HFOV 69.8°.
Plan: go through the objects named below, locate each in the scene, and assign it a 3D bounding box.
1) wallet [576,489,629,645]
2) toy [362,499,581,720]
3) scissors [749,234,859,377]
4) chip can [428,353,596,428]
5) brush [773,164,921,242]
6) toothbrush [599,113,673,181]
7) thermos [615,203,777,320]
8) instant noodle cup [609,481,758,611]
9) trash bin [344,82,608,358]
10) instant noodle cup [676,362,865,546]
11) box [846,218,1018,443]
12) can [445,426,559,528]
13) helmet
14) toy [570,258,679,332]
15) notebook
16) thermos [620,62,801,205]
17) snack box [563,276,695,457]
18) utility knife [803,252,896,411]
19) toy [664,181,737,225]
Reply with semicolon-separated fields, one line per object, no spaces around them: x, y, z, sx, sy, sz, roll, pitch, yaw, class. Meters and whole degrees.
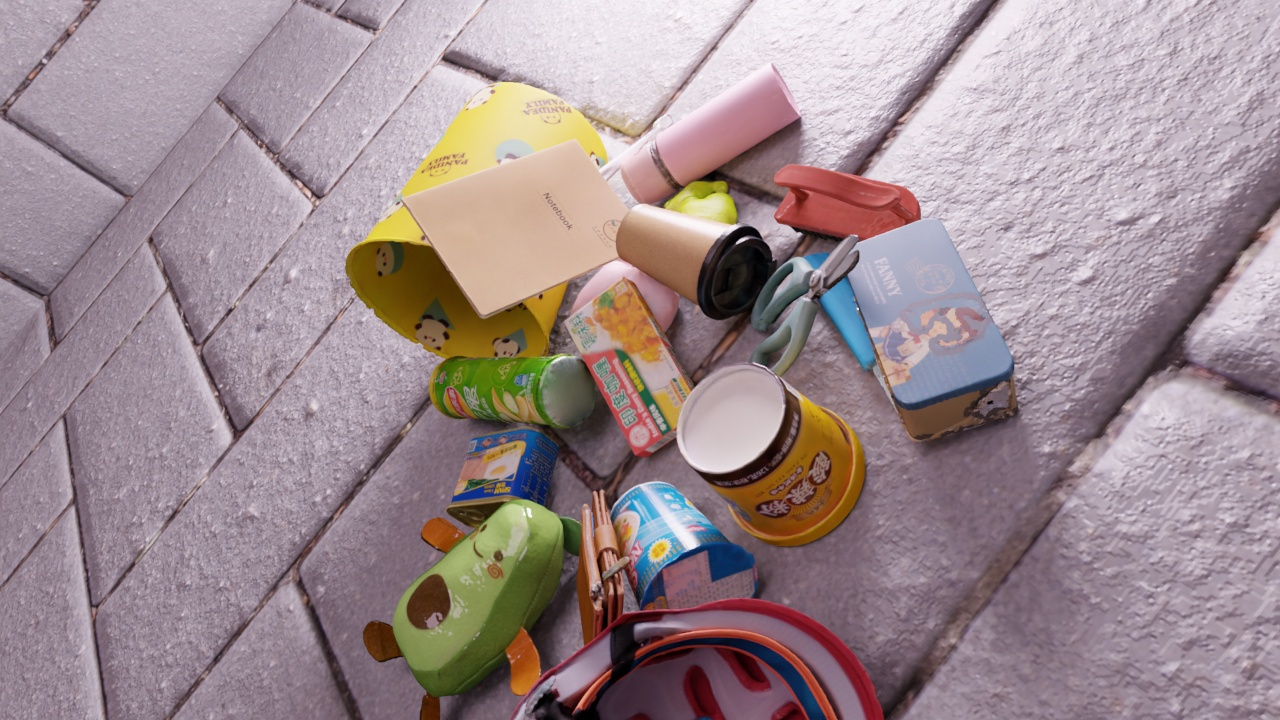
-0.033;0.175;0.714;0.130;0.035;0.119;-107;22;-61;wallet
-0.153;0.222;0.829;0.247;0.090;0.227;-50;51;5;toy
0.135;-0.039;0.765;0.180;0.019;0.143;143;142;-63;scissors
-0.135;0.030;0.946;0.222;0.072;0.072;0;60;48;chip can
0.185;-0.139;0.817;0.146;0.069;0.063;27;81;48;brush
-0.014;-0.238;1.051;0.016;0.016;0.179;-12;29;46;toothbrush
0.049;-0.099;0.872;0.143;0.093;0.093;28;80;35;thermos
0.025;0.154;0.730;0.099;0.099;0.110;-47;34;3;instant noodle cup
-0.164;-0.153;1.025;0.230;0.229;0.254;-4;53;39;trash bin
0.096;0.068;0.709;0.119;0.114;0.118;-22;48;26;instant noodle cup
0.218;-0.030;0.707;0.090;0.061;0.184;-21;50;10;box
-0.135;0.118;0.915;0.102;0.057;0.083;-12;51;34;can
0.032;0.273;0.589;0.239;0.144;0.207;-27;63;-18;helmet
-0.011;-0.074;0.948;0.121;0.054;0.159;-2;57;28;toy
-0.108;-0.137;0.906;0.207;0.008;0.148;-27;75;-31;notebook
0.074;-0.242;0.999;0.199;0.067;0.087;-29;14;24;thermos
-0.005;0.005;0.863;0.077;0.027;0.155;-36;68;15;snack box
0.185;-0.020;0.768;0.034;0.018;0.217;-24;46;5;utility knife
0.065;-0.155;0.955;0.096;0.031;0.100;-39;43;-17;toy
